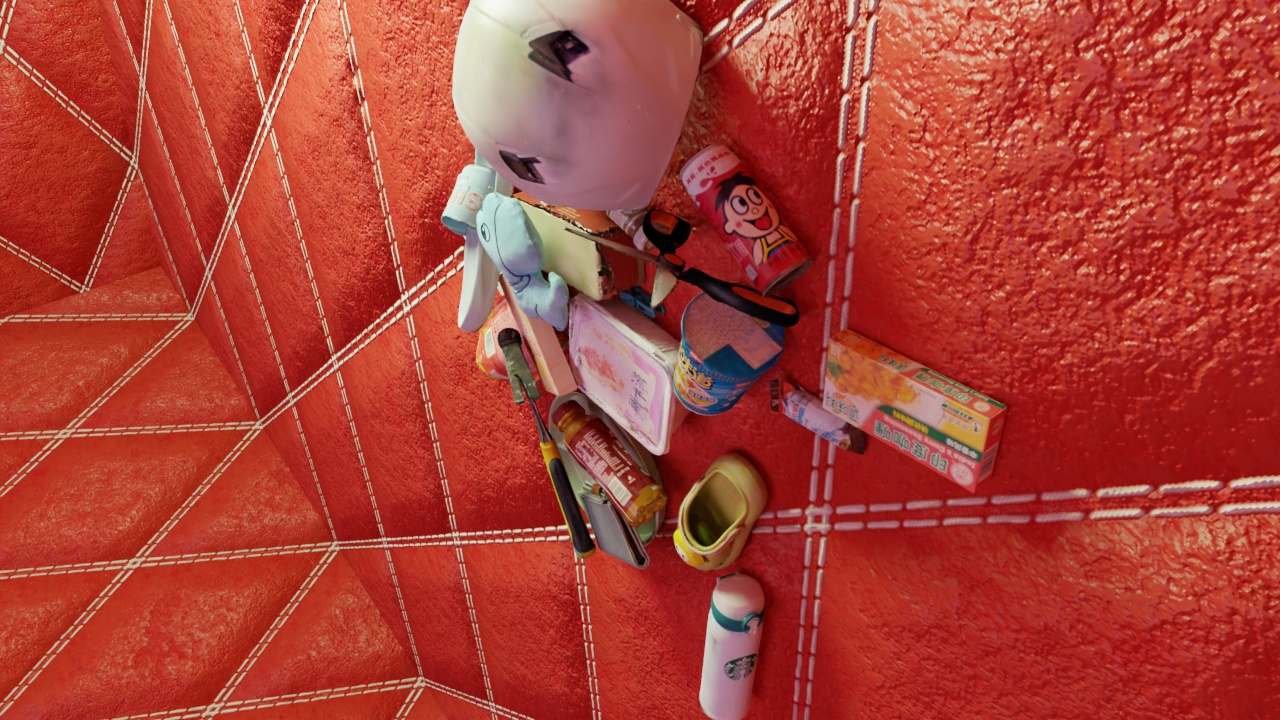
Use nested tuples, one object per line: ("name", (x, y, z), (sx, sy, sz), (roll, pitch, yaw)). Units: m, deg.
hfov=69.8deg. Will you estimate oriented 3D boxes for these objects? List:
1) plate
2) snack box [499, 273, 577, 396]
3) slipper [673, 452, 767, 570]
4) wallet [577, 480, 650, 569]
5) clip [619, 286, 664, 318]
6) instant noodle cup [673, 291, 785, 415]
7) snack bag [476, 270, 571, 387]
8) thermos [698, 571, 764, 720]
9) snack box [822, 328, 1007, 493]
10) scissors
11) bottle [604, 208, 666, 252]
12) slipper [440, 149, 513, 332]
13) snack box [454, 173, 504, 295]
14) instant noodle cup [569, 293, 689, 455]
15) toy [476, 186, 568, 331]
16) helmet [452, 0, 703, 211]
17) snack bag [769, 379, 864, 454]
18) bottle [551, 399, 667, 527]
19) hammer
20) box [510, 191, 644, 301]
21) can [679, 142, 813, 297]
("plate", (-0.045, 0.141, 1.217), (0.230, 0.027, 0.231), (35, 140, 36))
("snack box", (-0.125, -0.035, 1.103), (0.157, 0.026, 0.084), (69, 164, -9))
("slipper", (0.074, 0.176, 1.025), (0.091, 0.081, 0.191), (51, 144, 23))
("wallet", (-0.036, 0.208, 1.189), (0.130, 0.037, 0.106), (-1, 112, 68))
("clip", (0.003, -0.064, 1.003), (0.057, 0.046, 0.014), (38, 140, 33))
("instant noodle cup", (0.075, -0.001, 0.885), (0.099, 0.099, 0.110), (51, 155, 17))
("snack bag", (-0.143, -0.038, 1.195), (0.128, 0.073, 0.208), (56, 141, 1))
("thermos", (0.112, 0.349, 1.110), (0.073, 0.073, 0.225), (36, 139, 36))
("snack box", (0.221, 0.038, 0.760), (0.156, 0.027, 0.077), (32, 138, 40))
("scissors", (0.040, -0.078, 0.807), (0.221, 0.229, 0.022), (25, 116, -4))
("bottle", (-0.049, -0.192, 0.946), (0.206, 0.059, 0.060), (49, 146, 20))
("slipper", (-0.205, -0.157, 1.109), (0.104, 0.074, 0.245), (-162, 79, -69))
("snack box", (-0.198, -0.164, 1.206), (0.156, 0.026, 0.085), (55, 147, 11))
("instant noodle cup", (-0.006, 0.006, 1.030), (0.173, 0.060, 0.138), (38, 140, 32))
("toy", (-0.131, -0.114, 0.999), (0.161, 0.049, 0.156), (27, 134, 46))
("helmet", (-0.084, -0.249, 0.820), (0.258, 0.145, 0.230), (43, 127, 25))
("snack bag", (0.164, 0.052, 0.854), (0.104, 0.026, 0.048), (34, 150, 38))
("bottle", (-0.042, 0.121, 1.116), (0.175, 0.057, 0.058), (48, 145, 23))
("hammer", (-0.115, 0.121, 1.173), (0.126, 0.032, 0.323), (-120, 12, -65))
("box", (-0.079, -0.130, 1.015), (0.168, 0.077, 0.091), (31, 136, 41))
("can", (0.091, -0.123, 0.800), (0.132, 0.053, 0.053), (56, 148, 10))
